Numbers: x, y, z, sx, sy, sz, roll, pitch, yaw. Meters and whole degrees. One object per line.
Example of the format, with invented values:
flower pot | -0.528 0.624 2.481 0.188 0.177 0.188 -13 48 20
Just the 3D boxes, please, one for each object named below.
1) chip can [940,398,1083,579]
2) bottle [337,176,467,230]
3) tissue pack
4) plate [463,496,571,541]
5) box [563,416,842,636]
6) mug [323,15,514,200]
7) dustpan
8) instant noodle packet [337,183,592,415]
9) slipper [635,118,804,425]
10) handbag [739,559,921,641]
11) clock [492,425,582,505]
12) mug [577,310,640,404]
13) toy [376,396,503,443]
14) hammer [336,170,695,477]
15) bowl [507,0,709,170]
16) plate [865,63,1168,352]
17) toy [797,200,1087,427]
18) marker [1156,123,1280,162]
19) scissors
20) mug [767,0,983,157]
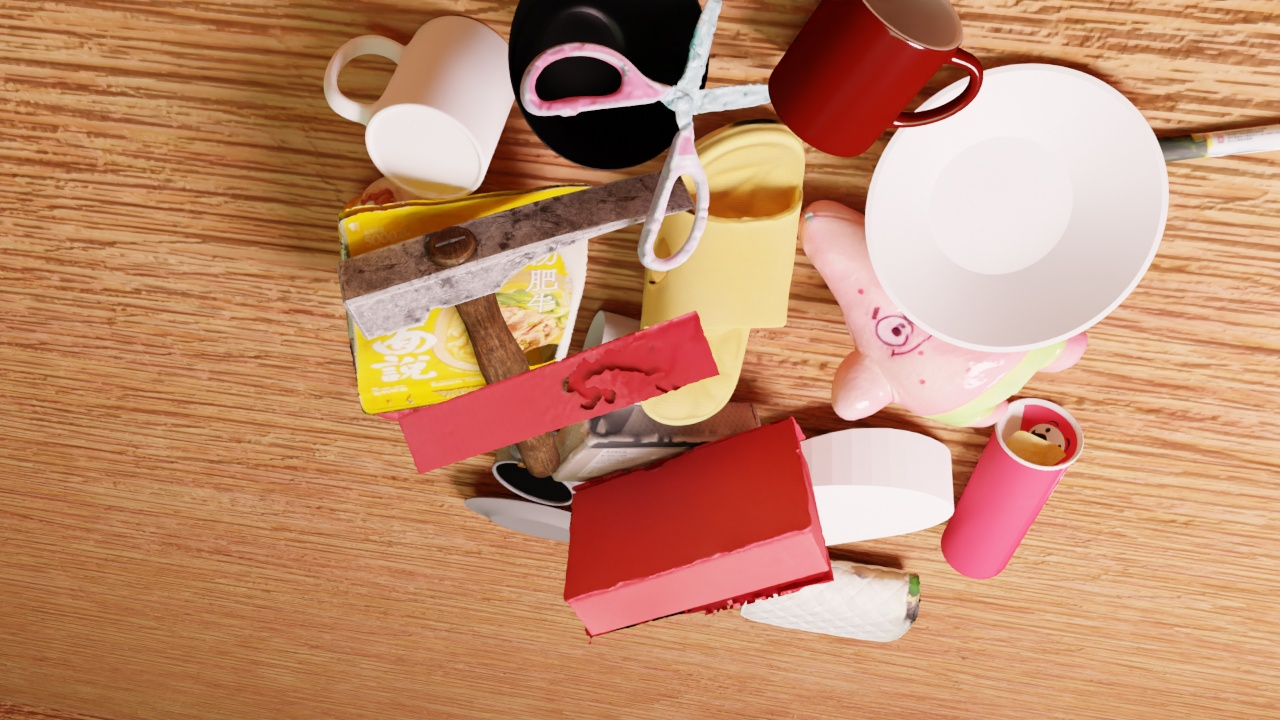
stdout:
chip can | 0.335 0.126 0.847 0.069 0.069 0.221 6 143 7
bottle | -0.174 -0.109 0.680 0.109 0.063 0.063 -24 131 38
tissue pack | 0.009 0.069 0.841 0.181 0.071 0.104 -1 153 -29
plate | -0.117 0.189 1.056 0.178 0.012 0.179 11 160 4
box | 0.082 0.171 0.868 0.213 0.148 0.374 -20 158 13
mug | -0.139 -0.165 0.573 0.110 0.090 0.074 20 142 -12
dustpan | 0.178 0.128 0.903 0.191 0.053 0.259 22 152 -34
instant noodle packet | -0.128 -0.049 0.658 0.162 0.084 0.222 -8 156 -18
slipper | 0.051 -0.041 0.651 0.099 0.078 0.264 0 133 -13
handbag | 0.213 0.266 1.057 0.195 0.072 0.139 7 153 6
clock | -0.104 0.099 0.940 0.104 0.056 0.148 11 149 16
mug | -0.005 0.005 0.792 0.089 0.071 0.107 14 171 -15
toy | -0.201 0.051 0.911 0.135 0.045 0.092 10 146 -5
hammer | -0.062 -0.003 0.672 0.217 0.037 0.301 -18 148 -5
bowl | -0.026 -0.178 0.538 0.124 0.124 0.052 40 178 -32
plate | 0.229 -0.094 0.574 0.174 0.036 0.174 3 108 8
toy | 0.204 -0.034 0.654 0.236 0.096 0.192 36 112 -16
marker | 0.375 -0.131 0.541 0.147 0.017 0.017 -3 141 19
scissors | 0.015 -0.132 0.534 0.170 0.013 0.176 -12 108 -24
mug | 0.138 -0.163 0.517 0.105 0.073 0.083 20 142 -15
